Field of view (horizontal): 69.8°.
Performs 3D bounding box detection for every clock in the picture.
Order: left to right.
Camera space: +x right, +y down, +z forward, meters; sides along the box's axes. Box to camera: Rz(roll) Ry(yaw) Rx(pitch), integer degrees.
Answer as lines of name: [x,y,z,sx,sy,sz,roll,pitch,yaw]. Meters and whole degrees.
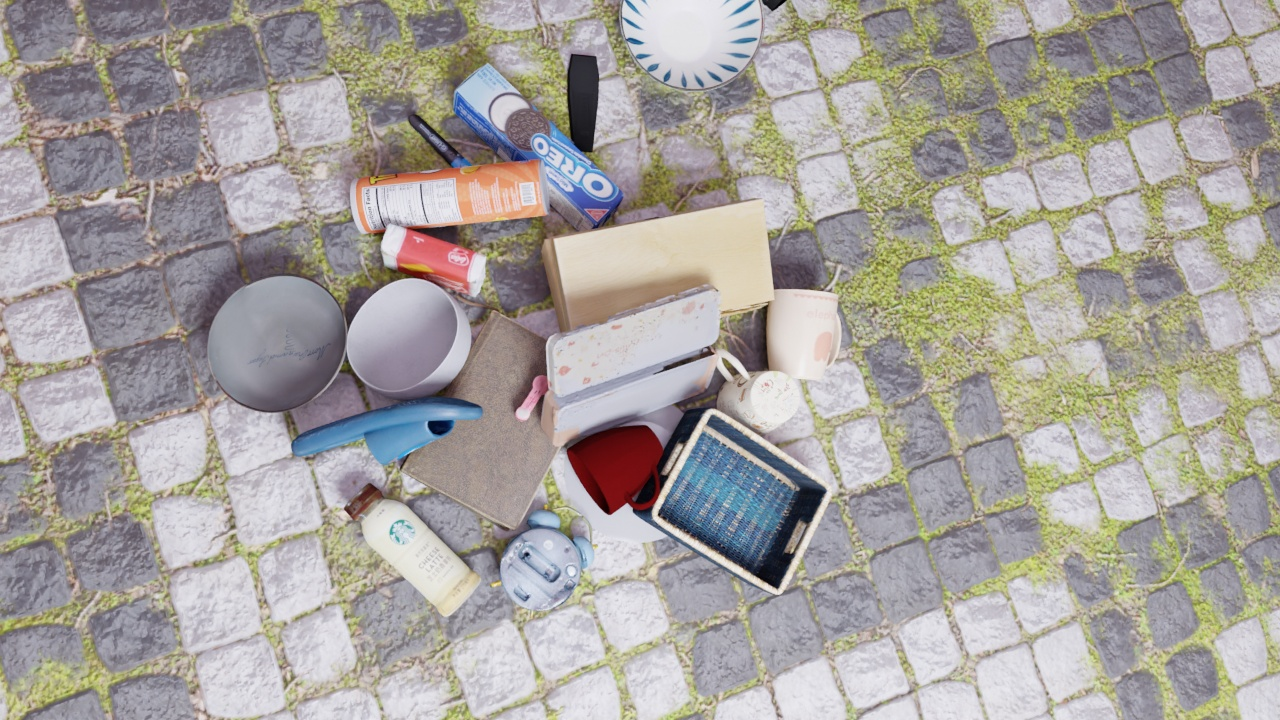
clock: [-0.104,0.219,1.018,0.089,0.052,0.124,39,75,-2]

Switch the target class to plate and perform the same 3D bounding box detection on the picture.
plate: [-0.002,0.125,1.069,0.172,0.019,0.172,2,81,-11]

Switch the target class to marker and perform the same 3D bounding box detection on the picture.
marker: [-0.227,-0.245,1.083,0.123,0.015,0.018,44,76,-1]

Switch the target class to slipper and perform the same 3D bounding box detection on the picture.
slipper: [-0.263,0.078,0.966,0.214,0.103,0.059,-13,90,13]

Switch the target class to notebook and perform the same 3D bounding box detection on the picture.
notebook: [-0.172,0.055,1.038,0.190,0.034,0.215,30,77,-4]

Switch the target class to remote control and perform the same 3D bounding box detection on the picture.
remote control: [-0.070,-0.317,1.128,0.039,0.010,0.124,2,82,-11]

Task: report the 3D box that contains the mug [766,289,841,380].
mug: [0.203,-0.029,1.110,0.111,0.085,0.104,7,89,-40]

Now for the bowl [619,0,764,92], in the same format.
bowl: [0.059,-0.409,1.132,0.177,0.071,0.177,0,89,-6]

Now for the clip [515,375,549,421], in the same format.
clip: [-0.121,0.043,1.023,0.022,0.038,0.058,36,75,-7]

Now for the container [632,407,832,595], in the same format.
container: [0.105,0.159,1.047,0.187,0.071,0.145,34,76,-15]

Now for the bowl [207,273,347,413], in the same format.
bowl: [-0.382,-0.014,0.990,0.151,0.057,0.150,0,78,-1]

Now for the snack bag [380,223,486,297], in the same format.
snack bag: [-0.231,-0.111,1.029,0.116,0.077,0.036,19,76,-8]

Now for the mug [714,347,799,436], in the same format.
mug: [0.128,0.032,1.070,0.081,0.097,0.122,-39,90,-15]

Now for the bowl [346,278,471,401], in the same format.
bowl: [-0.247,-0.017,1.007,0.132,0.064,0.131,-5,69,13]

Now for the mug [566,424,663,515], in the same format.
mug: [-0.014,0.118,1.004,0.088,0.087,0.114,-32,49,-17]

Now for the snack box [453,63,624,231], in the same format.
snack box: [-0.121,-0.245,1.083,0.226,0.060,0.059,44,72,-2]

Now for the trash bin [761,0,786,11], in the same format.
trash bin: [0.146,-0.580,1.120,0.216,0.217,0.243,-44,98,-14]

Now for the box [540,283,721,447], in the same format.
box: [-0.008,0.002,1.007,0.216,0.154,0.058,-18,51,-27]

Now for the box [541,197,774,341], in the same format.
box: [0.024,-0.102,1.058,0.248,0.123,0.140,-12,79,-13]

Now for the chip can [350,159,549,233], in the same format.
chip can: [-0.211,-0.183,1.027,0.210,0.062,0.062,-6,82,2]

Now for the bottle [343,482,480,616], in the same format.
bottle: [-0.247,0.201,0.988,0.162,0.057,0.056,45,76,-2]
